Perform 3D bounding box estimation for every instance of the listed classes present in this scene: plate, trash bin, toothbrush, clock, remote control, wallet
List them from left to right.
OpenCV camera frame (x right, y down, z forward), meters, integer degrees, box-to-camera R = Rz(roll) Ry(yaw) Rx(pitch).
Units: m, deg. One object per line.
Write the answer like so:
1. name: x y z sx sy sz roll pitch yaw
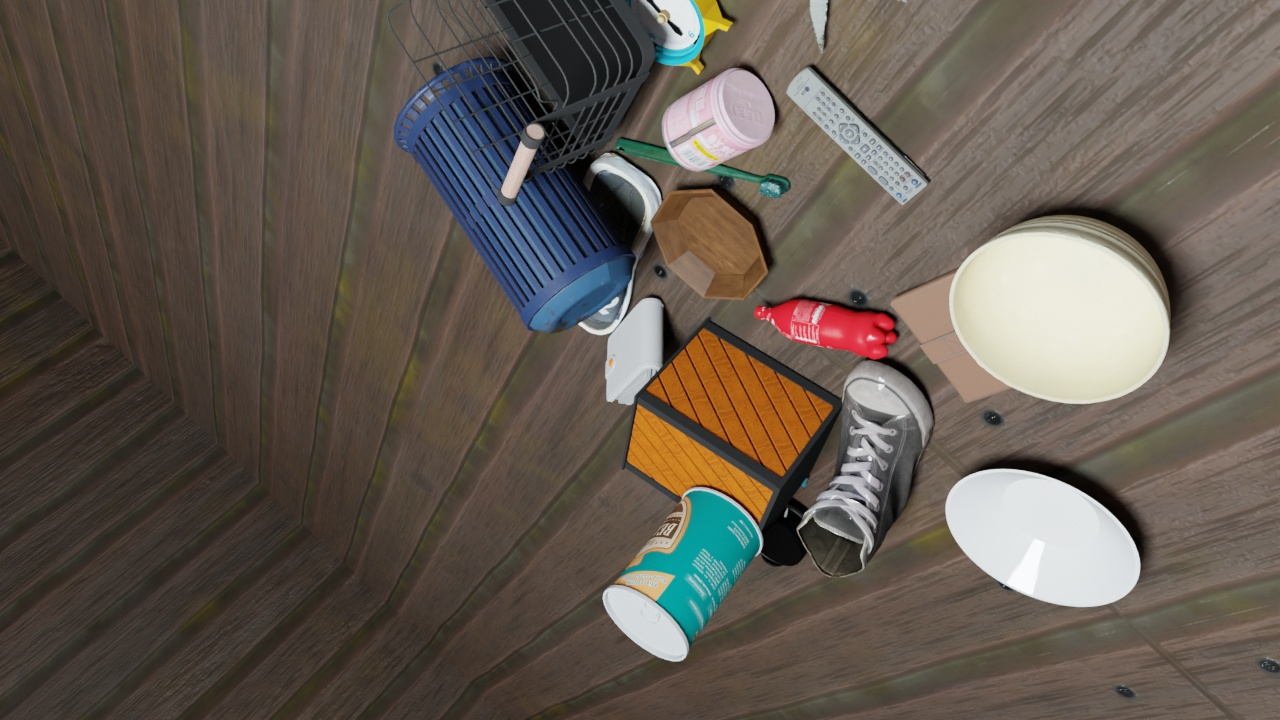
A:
1. trash bin: -0.119 -0.156 0.911 0.249 0.139 0.140 56 147 7
2. wallet: -0.006 0.006 1.045 0.037 0.115 0.119 11 152 -20
3. clock: 0.011 -0.298 0.762 0.129 0.043 0.099 37 151 -4
4. toothbrush: 0.053 -0.182 0.864 0.190 0.017 0.016 21 141 29
5. plate: 0.072 -0.118 0.904 0.131 0.025 0.131 27 142 23
6. trash bin: 0.096 0.081 0.990 0.172 0.139 0.140 32 144 17
7. clock: 0.168 0.215 1.144 0.091 0.042 0.121 49 146 -7
8. remote control: 0.174 -0.182 0.742 0.136 0.013 0.033 45 146 -1
9. wallet: 0.286 -0.021 0.799 0.121 0.013 0.088 50 141 -9
10. plate: 0.381 0.157 0.869 0.174 0.036 0.174 27 142 23

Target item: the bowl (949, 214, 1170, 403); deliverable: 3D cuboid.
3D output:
1. bowl: 0.317 -0.049 0.682 0.151 0.075 0.151 27 142 23

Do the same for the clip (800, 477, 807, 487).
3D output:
1. clip: 0.146 0.117 1.082 0.130 0.120 0.030 51 157 33

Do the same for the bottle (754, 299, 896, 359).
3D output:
1. bottle: 0.173 -0.034 0.876 0.142 0.041 0.042 15 136 36

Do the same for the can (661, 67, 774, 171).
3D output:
1. can: 0.067 -0.204 0.783 0.076 0.067 0.067 -14 116 52

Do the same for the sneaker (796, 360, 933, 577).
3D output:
1. sneaker: 0.219 0.111 0.916 0.095 0.119 0.235 26 140 24

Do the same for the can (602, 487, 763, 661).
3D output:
1. can: 0.045 0.214 0.928 0.099 0.143 0.099 27 143 23

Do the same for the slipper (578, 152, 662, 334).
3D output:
1. slipper: -0.052 -0.113 1.010 0.111 0.062 0.265 39 143 8

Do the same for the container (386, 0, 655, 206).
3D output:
1. container: -0.117 -0.277 0.785 0.241 0.130 0.163 57 153 5

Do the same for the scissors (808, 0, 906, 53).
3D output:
1. scissors: 0.111 -0.328 0.654 0.202 0.015 0.206 31 142 19
